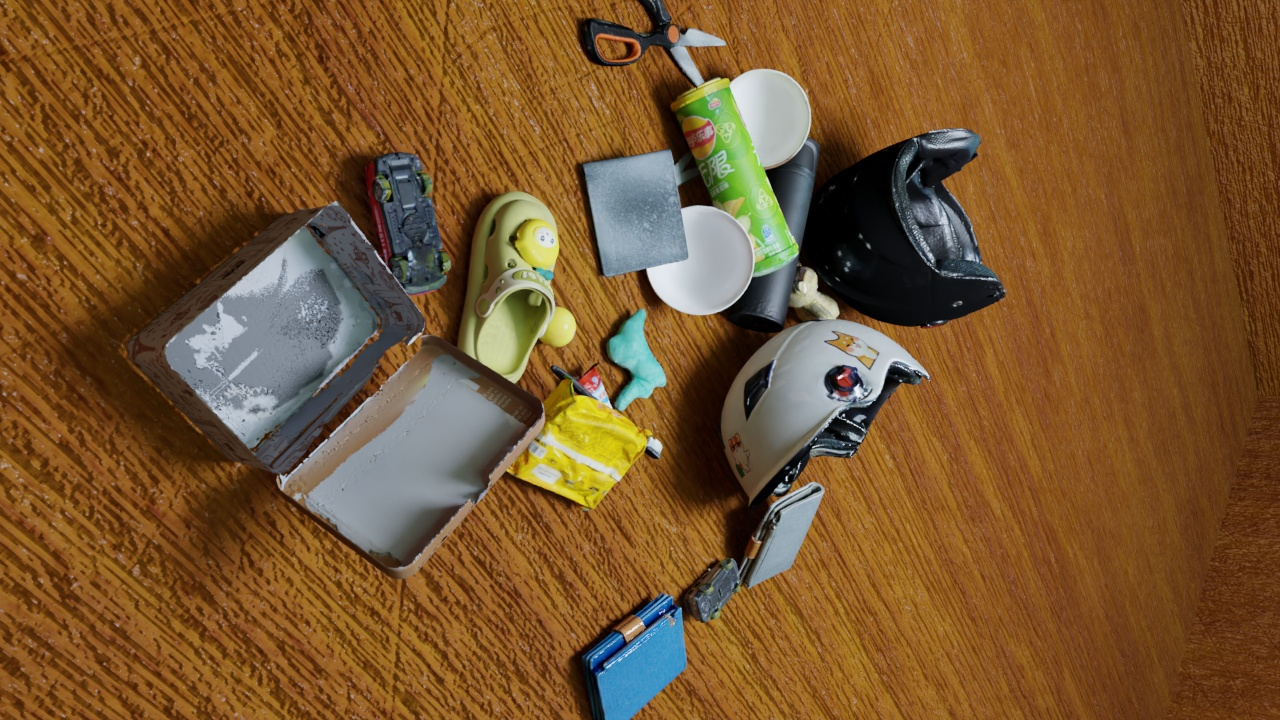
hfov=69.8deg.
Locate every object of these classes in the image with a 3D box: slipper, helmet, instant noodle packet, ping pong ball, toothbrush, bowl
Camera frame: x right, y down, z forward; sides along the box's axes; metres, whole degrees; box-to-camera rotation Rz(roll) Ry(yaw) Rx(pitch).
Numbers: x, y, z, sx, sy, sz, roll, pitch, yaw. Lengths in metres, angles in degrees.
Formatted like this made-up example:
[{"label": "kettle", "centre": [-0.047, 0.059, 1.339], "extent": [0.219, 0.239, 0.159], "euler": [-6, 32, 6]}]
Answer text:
[{"label": "slipper", "centre": [-0.110, -0.063, 0.853], "extent": [0.091, 0.082, 0.190], "euler": [19, 81, -46]}, {"label": "helmet", "centre": [0.348, -0.159, 1.197], "extent": [0.274, 0.231, 0.233], "euler": [25, 60, -51]}, {"label": "helmet", "centre": [0.192, 0.043, 1.084], "extent": [0.273, 0.231, 0.157], "euler": [-25, 67, -31]}, {"label": "instant noodle packet", "centre": [-0.064, 0.084, 0.908], "extent": [0.128, 0.044, 0.111], "euler": [35, 97, -38]}, {"label": "ping pong ball", "centre": [-0.084, -0.033, 0.906], "extent": [0.040, 0.040, 0.040], "euler": [-2, 93, -44]}, {"label": "toothbrush", "centre": [-0.032, 0.053, 0.939], "extent": [0.181, 0.016, 0.018], "euler": [42, 64, -38]}, {"label": "bowl", "centre": [0.066, -0.113, 1.024], "extent": [0.064, 0.118, 0.118], "euler": [-64, 147, -79]}, {"label": "bowl", "centre": [0.141, -0.286, 1.089], "extent": [0.062, 0.113, 0.113], "euler": [-87, 164, -75]}]

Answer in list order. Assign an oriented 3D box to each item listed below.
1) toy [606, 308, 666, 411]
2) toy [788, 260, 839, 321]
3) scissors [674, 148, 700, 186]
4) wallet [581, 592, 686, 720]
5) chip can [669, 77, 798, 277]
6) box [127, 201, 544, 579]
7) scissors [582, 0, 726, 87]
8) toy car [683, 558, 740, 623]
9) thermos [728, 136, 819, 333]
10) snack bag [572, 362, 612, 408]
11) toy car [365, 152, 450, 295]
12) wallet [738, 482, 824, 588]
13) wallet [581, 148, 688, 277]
[{"label": "toy", "centre": [-0.006, 0.006, 0.993], "extent": [0.096, 0.030, 0.092], "euler": [-48, 121, -25]}, {"label": "toy", "centre": [0.228, -0.061, 1.203], "extent": [0.157, 0.066, 0.105], "euler": [55, 24, -36]}, {"label": "scissors", "centre": [0.025, -0.197, 1.025], "extent": [0.165, 0.014, 0.163], "euler": [19, 79, -44]}, {"label": "wallet", "centre": [-0.005, 0.330, 0.999], "extent": [0.132, 0.040, 0.106], "euler": [-29, 120, -40]}, {"label": "chip can", "centre": [0.108, -0.203, 1.037], "extent": [0.072, 0.073, 0.221], "euler": [-31, 101, -39]}, {"label": "box", "centre": [-0.226, 0.022, 0.704], "extent": [0.272, 0.130, 0.178], "euler": [43, 60, -7]}, {"label": "scissors", "centre": [0.013, -0.364, 1.008], "extent": [0.224, 0.022, 0.221], "euler": [-46, 127, -31]}, {"label": "toy car", "centre": [0.087, 0.270, 1.089], "extent": [0.090, 0.035, 0.042], "euler": [-35, 117, -44]}, {"label": "thermos", "centre": [0.176, -0.154, 1.138], "extent": [0.090, 0.069, 0.242], "euler": [31, 70, -48]}, {"label": "snack bag", "centre": [-0.045, 0.053, 0.958], "extent": [0.045, 0.026, 0.105], "euler": [-44, 123, -38]}, {"label": "toy car", "centre": [-0.201, -0.115, 0.784], "extent": [0.052, 0.045, 0.120], "euler": [-17, 98, -41]}, {"label": "wallet", "centre": [0.169, 0.216, 1.138], "extent": [0.106, 0.037, 0.130], "euler": [-13, 131, -42]}, {"label": "wallet", "centre": [-0.005, -0.155, 0.966], "extent": [0.097, 0.019, 0.121], "euler": [-12, 103, -10]}]
